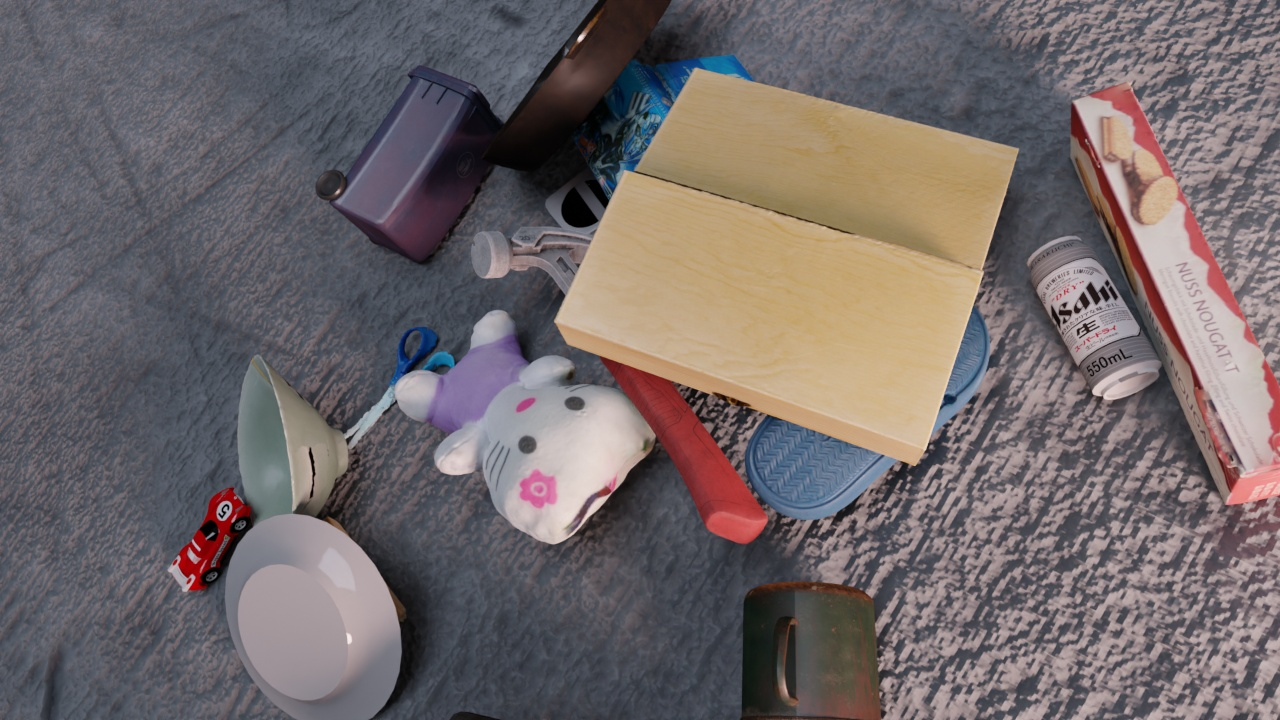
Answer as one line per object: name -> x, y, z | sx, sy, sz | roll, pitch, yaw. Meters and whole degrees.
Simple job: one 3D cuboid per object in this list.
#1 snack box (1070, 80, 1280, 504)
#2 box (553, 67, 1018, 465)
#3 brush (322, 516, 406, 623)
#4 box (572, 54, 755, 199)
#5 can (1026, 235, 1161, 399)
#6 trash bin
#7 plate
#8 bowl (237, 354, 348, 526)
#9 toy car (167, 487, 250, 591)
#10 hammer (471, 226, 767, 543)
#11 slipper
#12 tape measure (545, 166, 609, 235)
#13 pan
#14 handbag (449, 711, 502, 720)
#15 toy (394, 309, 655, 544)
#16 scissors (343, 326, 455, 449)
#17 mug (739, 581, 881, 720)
snack box -> 0.336, -0.048, 0.581 | 0.044, 0.076, 0.272 | -18, 63, 18
box -> 0.105, -0.082, 0.631 | 0.247, 0.076, 0.256 | 19, 61, 14
brush -> -0.232, 0.182, 0.735 | 0.049, 0.039, 0.117 | -48, 58, -4
box -> 0.056, -0.146, 0.728 | 0.167, 0.075, 0.243 | -31, 65, 3
can -> 0.297, -0.029, 0.606 | 0.044, 0.044, 0.106 | -23, 61, 12
trash bin -> -0.205, -0.184, 0.852 | 0.092, 0.094, 0.160 | 26, 80, 24
plate -> -0.259, 0.204, 0.699 | 0.173, 0.019, 0.173 | 4, 100, 23
bowl -> -0.288, 0.080, 0.780 | 0.174, 0.067, 0.174 | 8, 100, 54
toy car -> -0.377, 0.157, 0.806 | 0.038, 0.025, 0.089 | 35, 98, 30
hammer -> -0.004, 0.004, 0.667 | 0.315, 0.126, 0.036 | 53, 135, 35
slipper -> 0.159, 0.027, 0.632 | 0.104, 0.059, 0.213 | 37, 73, 23
tape measure -> -0.045, -0.137, 0.809 | 0.064, 0.017, 0.065 | -37, 59, 4
pan -> -0.009, -0.299, 0.773 | 0.356, 0.043, 0.248 | -52, 17, 2
handbag -> -0.040, 0.338, 0.550 | 0.198, 0.102, 0.199 | 0, 60, 30
toy -> -0.090, 0.053, 0.703 | 0.137, 0.086, 0.209 | -39, 50, -22
scissors -> -0.223, 0.028, 0.816 | 0.134, 0.016, 0.073 | -43, 64, 7
mug -> 0.099, 0.179, 0.558 | 0.085, 0.111, 0.081 | -8, 64, 23
